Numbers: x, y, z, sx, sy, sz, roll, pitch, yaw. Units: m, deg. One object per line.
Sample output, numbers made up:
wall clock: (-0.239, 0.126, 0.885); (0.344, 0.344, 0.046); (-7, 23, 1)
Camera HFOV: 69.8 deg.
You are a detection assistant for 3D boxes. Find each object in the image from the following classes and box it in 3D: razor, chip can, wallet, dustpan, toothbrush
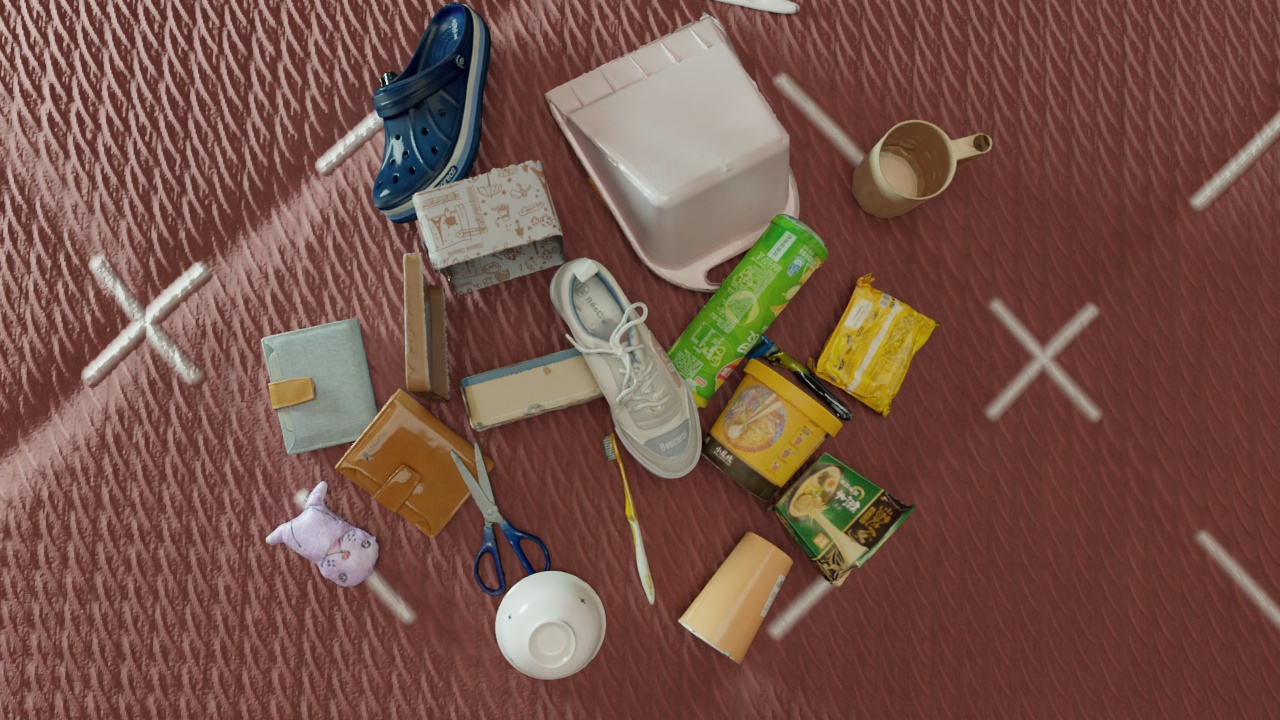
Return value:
razor: (0.181, 0.019, 1.017); (0.142, 0.043, 0.022); (38, 58, -5)
chip can: (0.107, -0.054, 0.975); (0.072, 0.072, 0.221); (39, 96, 0)
wallet: (-0.238, 0.111, 0.972); (0.132, 0.031, 0.107); (41, 85, -13)
dustpan: (0.050, -0.216, 1.024); (0.222, 0.139, 0.273); (-26, 62, -9)
toothbrush: (0.093, -0.415, 1.044); (0.180, 0.016, 0.016); (8, 88, -3)
wallet: (-0.342, 0.028, 0.979); (0.106, 0.037, 0.129); (-12, 88, -6)
toothbrush: (-0.012, 0.173, 1.001); (0.018, 0.016, 0.191); (-14, 87, 6)

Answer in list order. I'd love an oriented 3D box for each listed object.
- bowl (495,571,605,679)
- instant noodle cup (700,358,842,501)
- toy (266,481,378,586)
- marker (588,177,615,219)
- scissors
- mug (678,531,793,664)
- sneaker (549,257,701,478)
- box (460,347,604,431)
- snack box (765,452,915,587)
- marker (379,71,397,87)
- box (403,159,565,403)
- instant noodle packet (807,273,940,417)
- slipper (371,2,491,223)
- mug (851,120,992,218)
bowl: (-0.093, 0.286, 0.958); (0.118, 0.065, 0.118); (0, 93, -6)
instant noodle cup: (0.132, 0.077, 0.970); (0.118, 0.118, 0.114); (36, 93, -1)
toy: (-0.325, 0.190, 0.969); (0.108, 0.039, 0.083); (38, 76, 1)
marker: (-0.018, -0.155, 1.020); (0.015, 0.018, 0.124); (-35, 90, -1)
scissors: (-0.147, 0.169, 0.979); (0.141, 0.012, 0.171); (10, 97, -9)
mug: (0.106, 0.249, 0.976); (0.078, 0.078, 0.122); (35, 81, -1)
sneaker: (-0.005, 0.005, 0.893); (0.089, 0.091, 0.242); (-31, 94, -13)
box: (-0.094, 0.024, 0.970); (0.184, 0.090, 0.059); (-17, 87, -7)
snack box: (0.206, 0.160, 0.973); (0.105, 0.118, 0.117); (44, 85, 10)
marker: (-0.265, -0.254, 1.012); (0.022, 0.018, 0.130); (-12, 87, 5)
box: (-0.148, -0.076, 0.927); (0.156, 0.180, 0.226); (-2, 84, -5)
instant noodle packet: (0.257, -0.018, 1.015); (0.111, 0.044, 0.128); (31, 89, -8)
slipper: (-0.223, -0.268, 0.953); (0.095, 0.105, 0.252); (28, 68, -45)
mug: (0.302, -0.210, 1.000); (0.124, 0.103, 0.084); (-16, 87, -5)
